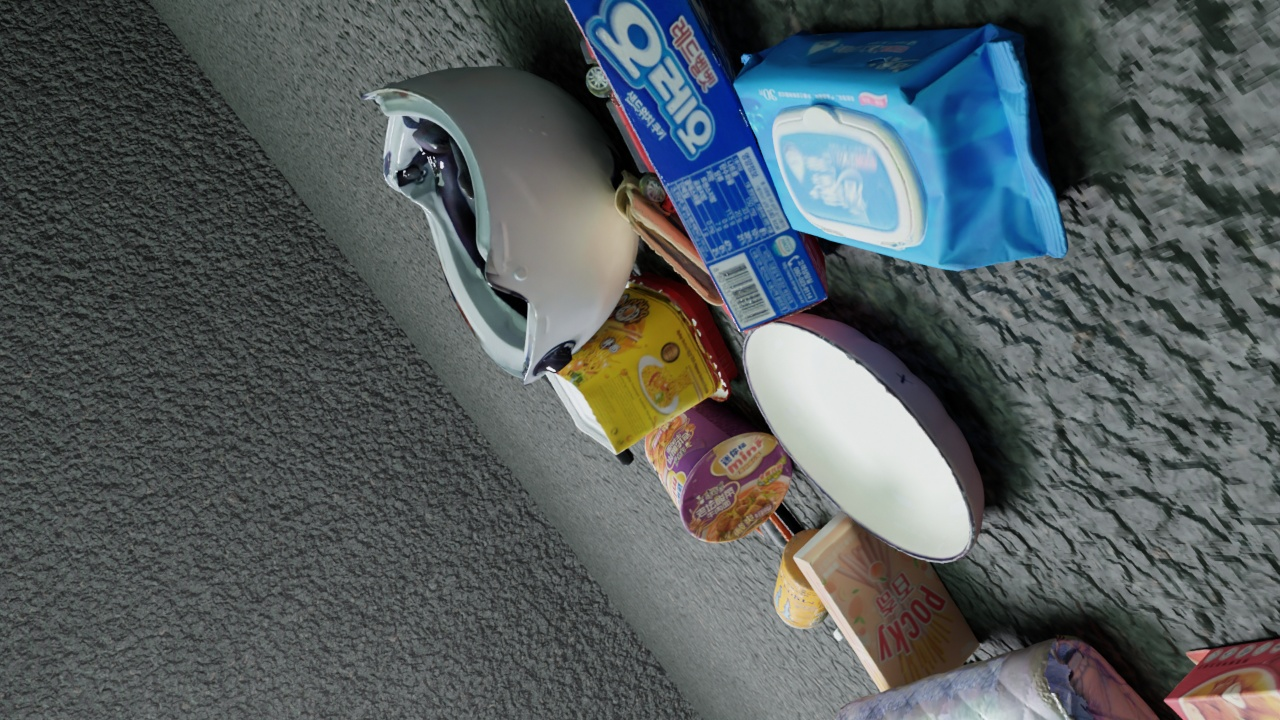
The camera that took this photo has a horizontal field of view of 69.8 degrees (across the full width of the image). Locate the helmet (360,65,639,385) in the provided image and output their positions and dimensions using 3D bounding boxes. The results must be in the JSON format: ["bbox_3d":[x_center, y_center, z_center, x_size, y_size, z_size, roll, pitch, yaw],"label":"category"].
[{"bbox_3d":[-0.085,-0.111,0.696,0.229,0.145,0.259,52,164,25],"label":"helmet"}]

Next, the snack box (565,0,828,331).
[{"bbox_3d":[0.035,-0.117,0.485,0.207,0.057,0.058,59,-157,-23],"label":"snack box"}]

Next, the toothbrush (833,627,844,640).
[{"bbox_3d":[0.204,0.240,0.886,0.015,0.018,0.181,47,162,27],"label":"toothbrush"}]

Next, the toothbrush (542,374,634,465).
[{"bbox_3d":[-0.078,0.023,0.928,0.212,0.026,0.027,49,-162,6],"label":"toothbrush"}]

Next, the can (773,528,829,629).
[{"bbox_3d":[0.159,0.209,0.867,0.058,0.058,0.146,45,162,25],"label":"can"}]

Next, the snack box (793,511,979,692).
[{"bbox_3d":[0.186,0.181,0.687,0.157,0.084,0.026,56,161,-13],"label":"snack box"}]

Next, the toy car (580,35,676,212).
[{"bbox_3d":[0.009,-0.145,0.537,0.045,0.052,0.120,-11,120,31],"label":"toy car"}]

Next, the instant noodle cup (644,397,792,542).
[{"bbox_3d":[0.060,0.088,0.810,0.099,0.111,0.112,44,163,50],"label":"instant noodle cup"}]

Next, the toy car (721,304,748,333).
[{"bbox_3d":[0.071,-0.047,0.617,0.049,0.031,0.106,51,166,9],"label":"toy car"}]

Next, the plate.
[{"bbox_3d":[0.145,0.043,0.588,0.192,0.039,0.193,47,163,19],"label":"plate"}]

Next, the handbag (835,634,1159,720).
[{"bbox_3d":[0.235,0.261,0.599,0.134,0.075,0.194,49,133,2],"label":"handbag"}]

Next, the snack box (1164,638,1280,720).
[{"bbox_3d":[0.313,0.183,0.413,0.113,0.044,0.127,48,164,16],"label":"snack box"}]

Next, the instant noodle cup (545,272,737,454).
[{"bbox_3d":[-0.005,0.004,0.764,0.116,0.123,0.116,27,150,56],"label":"instant noodle cup"}]

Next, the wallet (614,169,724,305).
[{"bbox_3d":[0.017,-0.083,0.591,0.087,0.024,0.115,44,-164,-19],"label":"wallet"}]

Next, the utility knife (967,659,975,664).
[{"bbox_3d":[0.326,0.301,0.679,0.207,0.015,0.033,40,163,35],"label":"utility knife"}]

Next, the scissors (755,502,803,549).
[{"bbox_3d":[0.078,0.101,0.923,0.234,0.021,0.163,47,164,16],"label":"scissors"}]

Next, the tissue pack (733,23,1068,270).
[{"bbox_3d":[0.104,-0.091,0.392,0.157,0.052,0.095,28,151,55],"label":"tissue pack"}]
